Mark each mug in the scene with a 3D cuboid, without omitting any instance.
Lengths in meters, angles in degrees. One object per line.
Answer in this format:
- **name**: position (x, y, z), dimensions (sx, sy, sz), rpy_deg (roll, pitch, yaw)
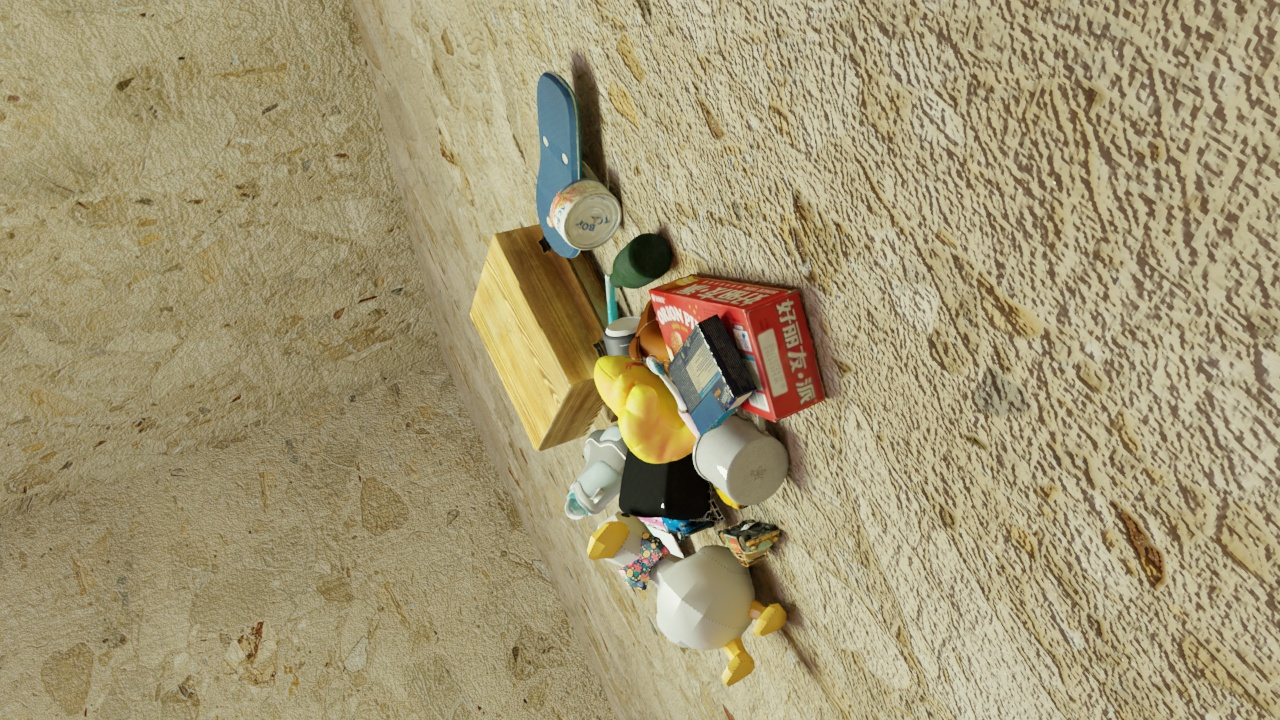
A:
- **mug**: position (0.113, 0.093, 0.988), dimensions (0.070, 0.084, 0.113), rpy_deg (37, 113, 56)

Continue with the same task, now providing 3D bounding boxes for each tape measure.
- **tape measure**: position (0.108, 0.147, 1.135), dimensions (0.059, 0.030, 0.068), rpy_deg (-6, 104, 71)

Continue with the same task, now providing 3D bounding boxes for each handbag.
- **handbag**: position (0.049, 0.152, 1.241), dimensions (0.154, 0.114, 0.125), rpy_deg (159, 116, -68)

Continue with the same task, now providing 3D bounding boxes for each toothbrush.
- **toothbrush**: position (0.066, 0.071, 1.033), dimensions (0.222, 0.027, 0.026), rpy_deg (52, 169, -34)

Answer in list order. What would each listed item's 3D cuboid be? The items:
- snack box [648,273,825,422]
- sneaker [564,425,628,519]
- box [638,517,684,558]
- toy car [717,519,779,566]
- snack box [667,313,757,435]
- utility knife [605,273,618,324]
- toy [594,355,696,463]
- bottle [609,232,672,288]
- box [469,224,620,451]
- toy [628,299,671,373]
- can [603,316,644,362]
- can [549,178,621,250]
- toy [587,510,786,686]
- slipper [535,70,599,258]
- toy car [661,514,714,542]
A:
- **snack box**: position (0.090, -0.021, 0.933), dimensions (0.236, 0.060, 0.113), rpy_deg (22, 132, 67)
- **sneaker**: position (-0.075, 0.194, 1.512), dimensions (0.093, 0.160, 0.257), rpy_deg (43, 162, -7)
- **box**: position (0.024, 0.268, 1.525), dimensions (0.159, 0.035, 0.231), rpy_deg (69, 163, -3)
- **toy car**: position (0.134, 0.223, 1.114), dimensions (0.112, 0.047, 0.047), rpy_deg (162, 87, -74)
- **snack box**: position (0.067, 0.018, 0.899), dimensions (0.082, 0.027, 0.150), rpy_deg (63, 165, 10)
- **utility knife**: position (-0.038, -0.038, 1.290), dimensions (0.022, 0.015, 0.168), rpy_deg (13, -107, -62)
- **toy**: position (0.013, 0.062, 1.143), dimensions (0.087, 0.134, 0.194), rpy_deg (-62, 21, 10)
- **bottle**: position (-0.011, -0.114, 1.145), dimensions (0.055, 0.055, 0.174), rpy_deg (69, 164, -1)
- **box**: position (-0.123, -0.048, 1.431), dimensions (0.279, 0.175, 0.248), rpy_deg (63, 152, 20)
- **toy**: position (0.032, -0.036, 1.143), dimensions (0.090, 0.070, 0.103), rpy_deg (19, 106, 52)
- **can**: position (-0.007, 0.007, 1.260), dimensions (0.064, 0.064, 0.127), rpy_deg (36, 144, 61)
- **can**: position (-0.070, -0.188, 1.184), dimensions (0.043, 0.086, 0.086), rpy_deg (53, 157, 42)
- **toy**: position (0.062, 0.293, 1.206), dimensions (0.267, 0.141, 0.246), rpy_deg (35, -174, 32)
- **slipper**: position (-0.092, -0.253, 1.228), dimensions (0.118, 0.060, 0.296), rpy_deg (53, 155, 32)
- **toy car**: position (0.062, 0.228, 1.327), dimensions (0.120, 0.056, 0.043), rpy_deg (175, 76, -74)
